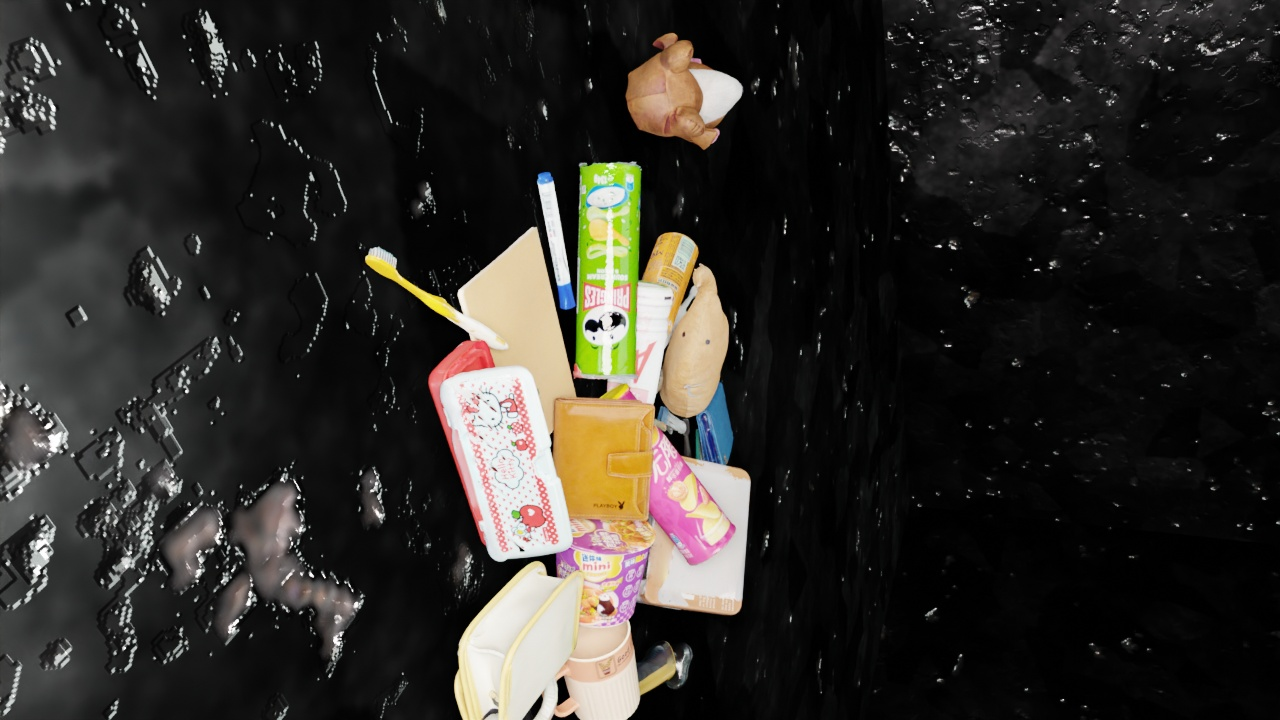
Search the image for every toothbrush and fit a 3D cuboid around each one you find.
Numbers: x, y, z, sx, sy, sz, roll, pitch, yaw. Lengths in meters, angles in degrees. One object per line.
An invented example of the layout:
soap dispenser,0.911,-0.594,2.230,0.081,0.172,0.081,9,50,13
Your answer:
toothbrush,-0.167,-0.048,0.779,0.191,0.016,0.018,39,49,-56
toothbrush,0.073,0.182,1.342,0.027,0.026,0.213,-119,-158,-72
toothbrush,0.042,-0.051,1.243,0.026,0.027,0.220,-56,178,38

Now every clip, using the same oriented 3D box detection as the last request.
clip,0.042,0.085,1.267,0.057,0.028,0.024,45,50,-46

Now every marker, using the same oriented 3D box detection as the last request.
marker,-0.088,-0.123,0.957,0.016,0.017,0.146,-48,135,-55

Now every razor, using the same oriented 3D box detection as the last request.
razor,0.013,0.415,1.202,0.167,0.062,0.067,-3,65,-61

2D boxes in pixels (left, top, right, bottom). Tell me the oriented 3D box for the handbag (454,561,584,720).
handbag,-0.118,0.304,0.897,0.163,0.063,0.179,-39,137,-59

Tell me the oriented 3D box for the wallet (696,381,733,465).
wallet,0.111,0.101,1.381,0.132,0.040,0.106,-54,134,-67

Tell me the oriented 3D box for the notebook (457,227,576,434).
notebook,-0.116,-0.009,0.918,0.147,0.008,0.208,-54,140,-51

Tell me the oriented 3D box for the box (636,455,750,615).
box,0.051,0.211,1.119,0.150,0.168,0.181,39,57,-62

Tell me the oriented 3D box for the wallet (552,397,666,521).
wallet,-0.034,0.105,0.978,0.035,0.119,0.131,-86,179,-79

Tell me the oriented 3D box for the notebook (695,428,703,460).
notebook,0.094,0.216,1.321,0.208,0.012,0.150,-86,166,-62

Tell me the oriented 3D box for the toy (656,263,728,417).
toy,0.072,-0.018,1.174,0.226,0.082,0.143,101,-5,-54

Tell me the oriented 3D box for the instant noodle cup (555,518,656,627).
instant noodle cup,-0.044,0.227,0.996,0.111,0.112,0.099,-22,120,-64

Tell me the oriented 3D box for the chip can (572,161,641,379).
chip can,-0.036,-0.097,1.010,0.072,0.072,0.236,-4,95,-66

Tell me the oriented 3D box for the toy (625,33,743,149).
toy,0.063,-0.335,1.156,0.199,0.131,0.140,-28,113,-73

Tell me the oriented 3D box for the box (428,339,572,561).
box,-0.114,0.086,0.824,0.095,0.099,0.202,-53,139,-50

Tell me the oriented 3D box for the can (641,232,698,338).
can,0.029,-0.094,1.169,0.058,0.058,0.145,65,37,-47

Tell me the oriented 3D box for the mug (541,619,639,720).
mug,-0.057,0.348,1.018,0.114,0.082,0.106,-28,123,-32

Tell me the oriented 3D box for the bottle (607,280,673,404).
bottle,-0.006,0.006,1.084,0.068,0.068,0.197,-16,115,-65

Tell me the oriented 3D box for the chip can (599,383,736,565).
chip can,0.019,0.129,1.033,0.210,0.072,0.071,53,34,-7
